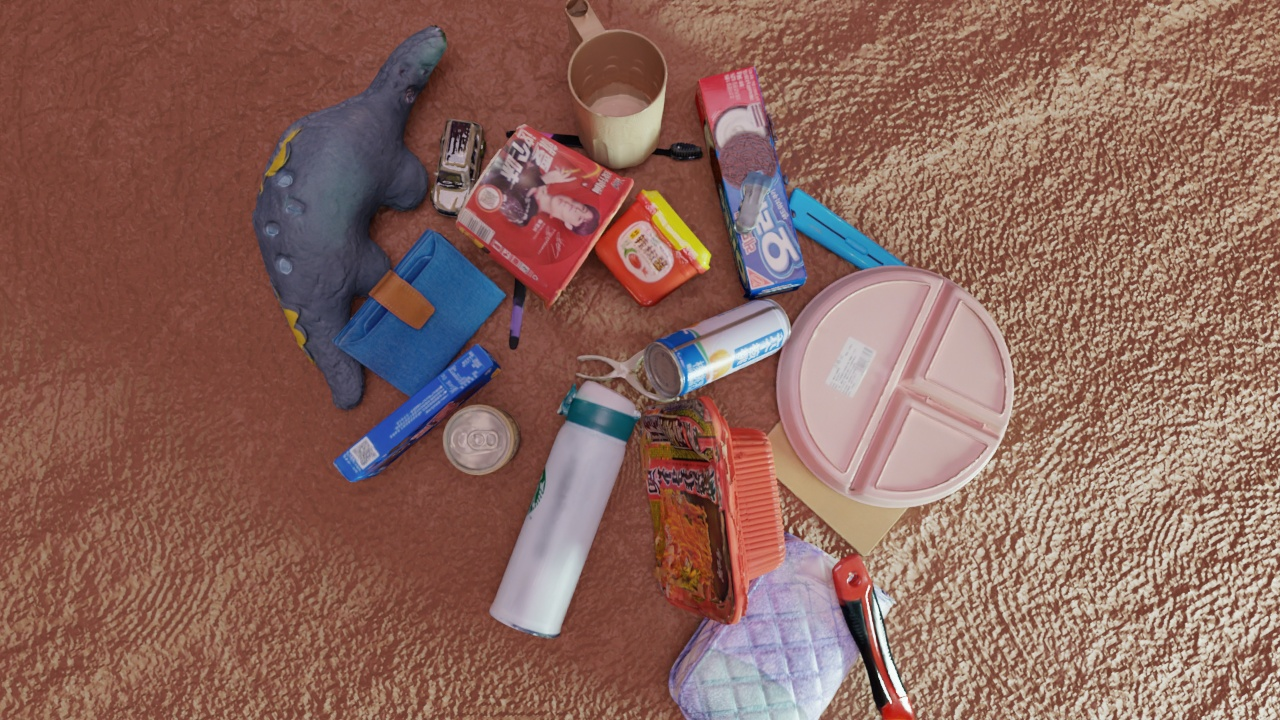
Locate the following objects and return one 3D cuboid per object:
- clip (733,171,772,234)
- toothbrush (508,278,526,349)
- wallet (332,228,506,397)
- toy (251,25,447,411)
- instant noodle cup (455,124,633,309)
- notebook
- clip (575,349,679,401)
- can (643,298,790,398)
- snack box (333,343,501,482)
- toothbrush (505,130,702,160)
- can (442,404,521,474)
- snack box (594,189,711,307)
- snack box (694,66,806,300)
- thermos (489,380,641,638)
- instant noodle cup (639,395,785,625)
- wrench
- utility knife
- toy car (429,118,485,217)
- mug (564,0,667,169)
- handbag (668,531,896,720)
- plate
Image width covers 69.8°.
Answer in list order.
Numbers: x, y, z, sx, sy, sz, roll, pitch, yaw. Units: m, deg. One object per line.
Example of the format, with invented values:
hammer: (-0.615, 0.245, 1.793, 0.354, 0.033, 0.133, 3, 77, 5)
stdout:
clip: (0.100, -0.141, 0.819, 0.025, 0.031, 0.057, 20, 84, 0)
toothbrush: (-0.109, -0.104, 0.863, 0.014, 0.017, 0.189, 7, 88, -4)
wallet: (-0.195, -0.040, 0.820, 0.133, 0.040, 0.106, -51, 131, -6)
toy: (-0.266, -0.139, 0.818, 0.137, 0.091, 0.356, 16, 91, -20)
instant noodle cup: (-0.087, -0.130, 0.799, 0.108, 0.138, 0.138, 34, 85, -9)
notebook: (0.226, 0.061, 0.876, 0.148, 0.008, 0.207, 42, 85, 0)
clip: (-0.002, -0.001, 0.855, 0.103, 0.035, 0.092, 28, 89, 6)
can: (0.071, -0.013, 0.824, 0.134, 0.053, 0.053, -23, 88, -31)
snack box: (-0.193, 0.047, 0.814, 0.157, 0.084, 0.026, -40, 89, -5)
toothbrush: (-0.034, -0.207, 0.873, 0.189, 0.018, 0.014, 5, 76, -2)
can: (-0.136, 0.068, 0.800, 0.058, 0.116, 0.058, 0, 86, -3)
snack box: (0.010, -0.100, 0.842, 0.080, 0.082, 0.091, -41, 89, 8)
snack box: (0.103, -0.163, 0.858, 0.058, 0.057, 0.207, -14, 88, -1)
thermos: (-0.067, 0.129, 0.826, 0.073, 0.073, 0.224, 21, 85, -2)
instant noodle cup: (0.061, 0.125, 0.793, 0.079, 0.165, 0.188, -5, 87, -21)
wrench: (0.223, 0.286, 0.812, 0.056, 0.016, 0.273, -31, 109, -14)
utility knife: (0.223, -0.098, 0.881, 0.199, 0.018, 0.034, 33, 85, -2)
toy car: (-0.171, -0.179, 0.855, 0.042, 0.035, 0.090, 9, 88, -2)
mug: (-0.030, -0.246, 0.823, 0.084, 0.103, 0.124, -29, 78, -7)
handbag: (0.124, 0.257, 0.826, 0.134, 0.075, 0.194, 36, 86, -6)
plate: (0.242, 0.024, 0.857, 0.229, 0.028, 0.229, 0, 89, -3)
